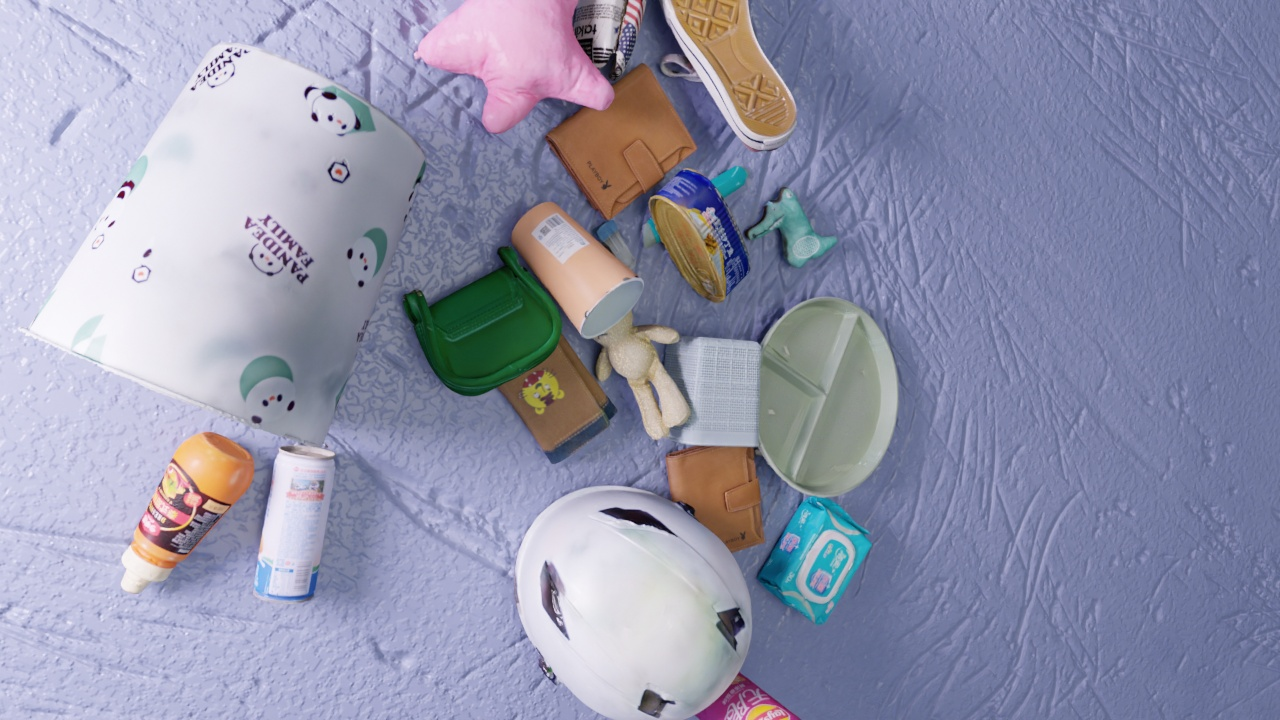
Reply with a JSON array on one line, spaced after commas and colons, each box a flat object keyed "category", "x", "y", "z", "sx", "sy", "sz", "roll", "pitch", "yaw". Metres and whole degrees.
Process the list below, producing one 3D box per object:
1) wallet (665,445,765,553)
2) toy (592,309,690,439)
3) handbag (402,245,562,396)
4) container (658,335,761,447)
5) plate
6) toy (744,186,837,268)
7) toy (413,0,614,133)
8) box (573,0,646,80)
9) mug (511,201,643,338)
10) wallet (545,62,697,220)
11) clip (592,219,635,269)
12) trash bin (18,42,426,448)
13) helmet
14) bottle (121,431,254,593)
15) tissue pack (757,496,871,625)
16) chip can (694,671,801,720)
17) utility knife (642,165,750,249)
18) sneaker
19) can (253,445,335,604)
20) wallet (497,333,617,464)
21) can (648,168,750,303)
[{"category": "wallet", "x": 0.090, "y": 0.155, "z": 1.035, "sx": 0.119, "sy": 0.035, "sz": 0.131, "roll": -13, "pitch": 102, "yaw": -17}, {"category": "toy", "x": -0.006, "y": 0.005, "z": 0.929, "sx": 0.157, "sy": 0.105, "sz": 0.066, "roll": 60, "pitch": 32, "yaw": 3}, {"category": "handbag", "x": -0.146, "y": -0.035, "z": 0.868, "sx": 0.131, "sy": 0.068, "sz": 0.120, "roll": -31, "pitch": 89, "yaw": -14}, {"category": "container", "x": 0.074, "y": 0.031, "z": 0.978, "sx": 0.090, "sy": 0.090, "sz": 0.111, "roll": 4, "pitch": 92, "yaw": -26}, {"category": "plate", "x": 0.211, "y": 0.042, "z": 1.059, "sx": 0.229, "sy": 0.028, "sz": 0.230, "roll": 0, "pitch": 91, "yaw": -33}, {"category": "toy", "x": 0.166, "y": -0.147, "z": 1.033, "sx": 0.096, "sy": 0.030, "sz": 0.092, "roll": -32, "pitch": 104, "yaw": -11}, {"category": "toy", "x": -0.124, "y": -0.310, "z": 0.852, "sx": 0.178, "sy": 0.075, "sz": 0.194, "roll": -12, "pitch": 90, "yaw": -9}, {"category": "box", "x": -0.011, "y": -0.358, "z": 0.903, "sx": 0.082, "sy": 0.075, "sz": 0.163, "roll": 14, "pitch": 88, "yaw": -37}, {"category": "mug", "x": -0.065, "y": -0.091, "z": 0.879, "sx": 0.078, "sy": 0.078, "sz": 0.123, "roll": -38, "pitch": 74, "yaw": -16}, {"category": "wallet", "x": -0.017, "y": -0.222, "z": 0.936, "sx": 0.131, "sy": 0.031, "sz": 0.108, "roll": -40, "pitch": 109, "yaw": -14}, {"category": "clip", "x": -0.026, "y": -0.118, "z": 0.952, "sx": 0.026, "sy": 0.038, "sz": 0.058, "roll": -40, "pitch": 109, "yaw": -18}, {"category": "trash bin", "x": -0.304, "y": -0.087, "z": 0.722, "sx": 0.229, "sy": 0.230, "sz": 0.251, "roll": 27, "pitch": 79, "yaw": -25}, {"category": "helmet", "x": 0.002, "y": 0.250, "z": 0.915, "sx": 0.228, "sy": 0.146, "sz": 0.258, "roll": -43, "pitch": 99, "yaw": -12}, {"category": "bottle", "x": -0.397, "y": 0.135, "z": 0.789, "sx": 0.066, "sy": 0.067, "sz": 0.149, "roll": 35, "pitch": 88, "yaw": -24}, {"category": "tissue pack", "x": 0.209, "y": 0.235, "z": 1.087, "sx": 0.093, "sy": 0.050, "sz": 0.133, "roll": 36, "pitch": 81, "yaw": -24}, {"category": "chip can", "x": 0.108, "y": 0.375, "z": 0.968, "sx": 0.071, "sy": 0.211, "sz": 0.071, "roll": -3, "pitch": 98, "yaw": -26}, {"category": "utility knife", "x": 0.060, "y": -0.168, "z": 0.988, "sx": 0.157, "sy": 0.013, "sz": 0.029, "roll": -35, "pitch": 112, "yaw": -20}, {"category": "sneaker", "x": 0.082, "y": -0.313, "z": 0.940, "sx": 0.118, "sy": 0.088, "sz": 0.241, "roll": -25, "pitch": 82, "yaw": -9}, {"category": "can", "x": -0.312, "y": 0.147, "z": 0.830, "sx": 0.053, "sy": 0.053, "sz": 0.134, "roll": 9, "pitch": 93, "yaw": -26}, {"category": "wallet", "x": -0.086, "y": 0.035, "z": 0.936, "sx": 0.090, "sy": 0.033, "sz": 0.115, "roll": -38, "pitch": 107, "yaw": -15}, {"category": "can", "x": 0.063, "y": -0.127, "z": 0.950, "sx": 0.049, "sy": 0.075, "sz": 0.148, "roll": -46, "pitch": 133, "yaw": -16}]
